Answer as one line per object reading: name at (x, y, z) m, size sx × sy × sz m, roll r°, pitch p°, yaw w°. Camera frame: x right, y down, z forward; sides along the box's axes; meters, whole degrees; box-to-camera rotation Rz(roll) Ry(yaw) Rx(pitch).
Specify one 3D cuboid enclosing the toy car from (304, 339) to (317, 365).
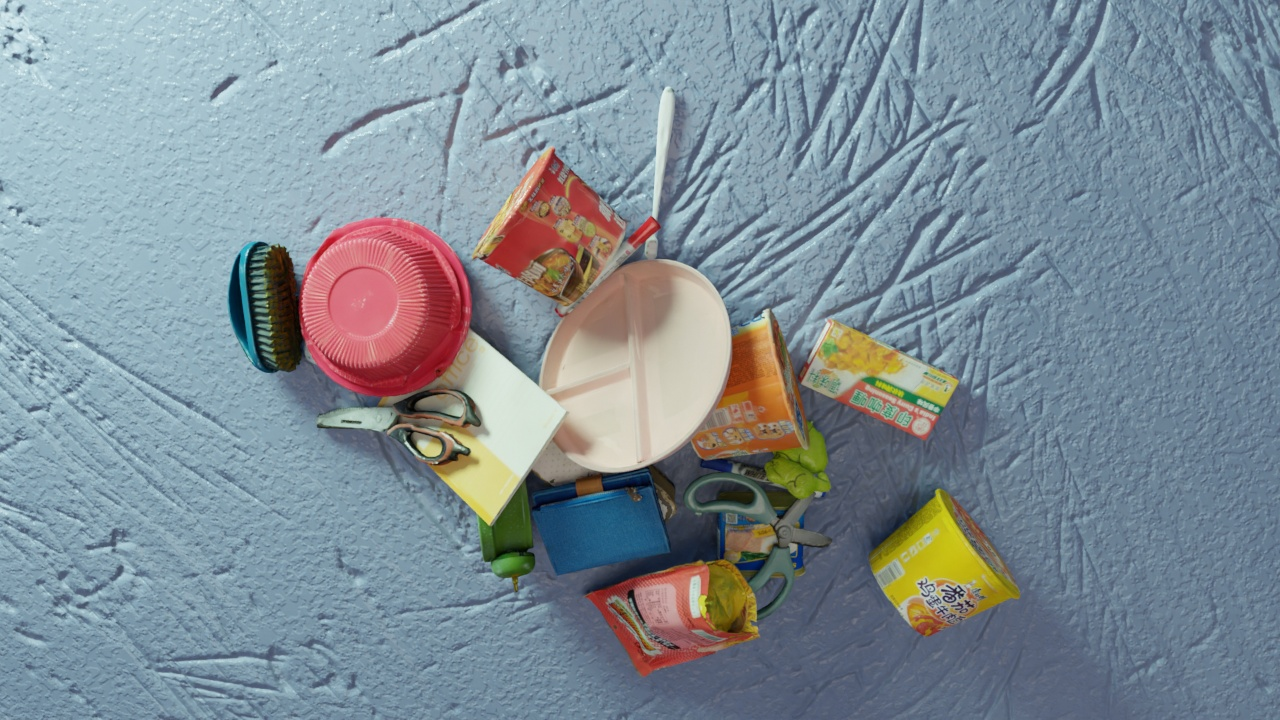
toy car at (-0.323, -0.002, 1.011) m, size 0.105 × 0.031 × 0.049 m, roll 31°, pitch 101°, yaw -5°

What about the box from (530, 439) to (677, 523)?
box at (-0.048, 0.125, 1.023) m, size 0.090 × 0.063 × 0.184 m, roll -44°, pitch 97°, yaw 10°

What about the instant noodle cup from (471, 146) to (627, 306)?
instant noodle cup at (-0.086, -0.130, 0.927) m, size 0.108 × 0.137 × 0.138 m, roll 35°, pitch 102°, yaw -16°

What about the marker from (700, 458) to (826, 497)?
marker at (0.140, 0.132, 1.042) m, size 0.146 × 0.017 × 0.017 m, roll 15°, pitch 104°, yaw -3°

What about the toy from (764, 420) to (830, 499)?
toy at (0.171, 0.104, 1.000) m, size 0.097 × 0.099 × 0.031 m, roll 33°, pitch 139°, yaw 15°

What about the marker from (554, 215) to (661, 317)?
marker at (-0.036, -0.098, 0.973) m, size 0.145 × 0.017 × 0.017 m, roll -42°, pitch 100°, yaw 13°

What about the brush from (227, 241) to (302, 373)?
brush at (-0.408, -0.056, 0.988) m, size 0.074 × 0.055 × 0.144 m, roll 2°, pitch 105°, yaw 18°

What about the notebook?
notebook at (-0.183, 0.054, 0.968) m, size 0.206 × 0.010 × 0.146 m, roll 38°, pitch 98°, yaw 27°

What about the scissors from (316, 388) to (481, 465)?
scissors at (-0.270, 0.079, 0.991) m, size 0.210 × 0.015 × 0.182 m, roll -38°, pitch 67°, yaw 16°

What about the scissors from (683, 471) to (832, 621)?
scissors at (0.114, 0.202, 1.003) m, size 0.174 × 0.019 × 0.170 m, roll 21°, pitch 99°, yaw -3°

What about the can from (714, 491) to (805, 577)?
can at (0.135, 0.196, 1.039) m, size 0.102 × 0.057 × 0.083 m, roll 0°, pitch 102°, yaw 2°

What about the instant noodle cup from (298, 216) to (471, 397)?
instant noodle cup at (-0.278, -0.058, 0.956) m, size 0.194 × 0.066 × 0.194 m, roll 0°, pitch 90°, yaw 7°

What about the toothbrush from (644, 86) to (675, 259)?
toothbrush at (0.020, -0.194, 0.962) m, size 0.016 × 0.016 × 0.180 m, roll 6°, pitch 104°, yaw -2°

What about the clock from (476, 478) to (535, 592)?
clock at (-0.149, 0.176, 1.011) m, size 0.056 × 0.116 × 0.161 m, roll -7°, pitch 101°, yaw -8°

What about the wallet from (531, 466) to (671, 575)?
wallet at (-0.042, 0.173, 0.983) m, size 0.133 × 0.040 × 0.106 m, roll -13°, pitch 113°, yaw 6°

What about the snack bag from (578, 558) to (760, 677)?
snack bag at (0.030, 0.286, 1.022) m, size 0.128 × 0.073 × 0.208 m, roll 51°, pitch 134°, yaw -7°

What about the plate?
plate at (-0.006, 0.005, 0.935) m, size 0.230 × 0.229 × 0.028 m, roll -44°, pitch 141°, yaw 11°

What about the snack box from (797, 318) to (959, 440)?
snack box at (0.260, 0.021, 1.006) m, size 0.156 × 0.027 × 0.077 m, roll 24°, pitch 105°, yaw -5°

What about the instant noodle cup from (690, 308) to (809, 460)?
instant noodle cup at (0.103, 0.033, 0.957) m, size 0.111 × 0.151 × 0.151 m, roll -16°, pitch 103°, yaw 13°

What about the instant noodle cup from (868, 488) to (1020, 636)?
instant noodle cup at (0.328, 0.229, 1.009) m, size 0.110 × 0.137 × 0.138 m, roll -41°, pitch 100°, yaw 18°
